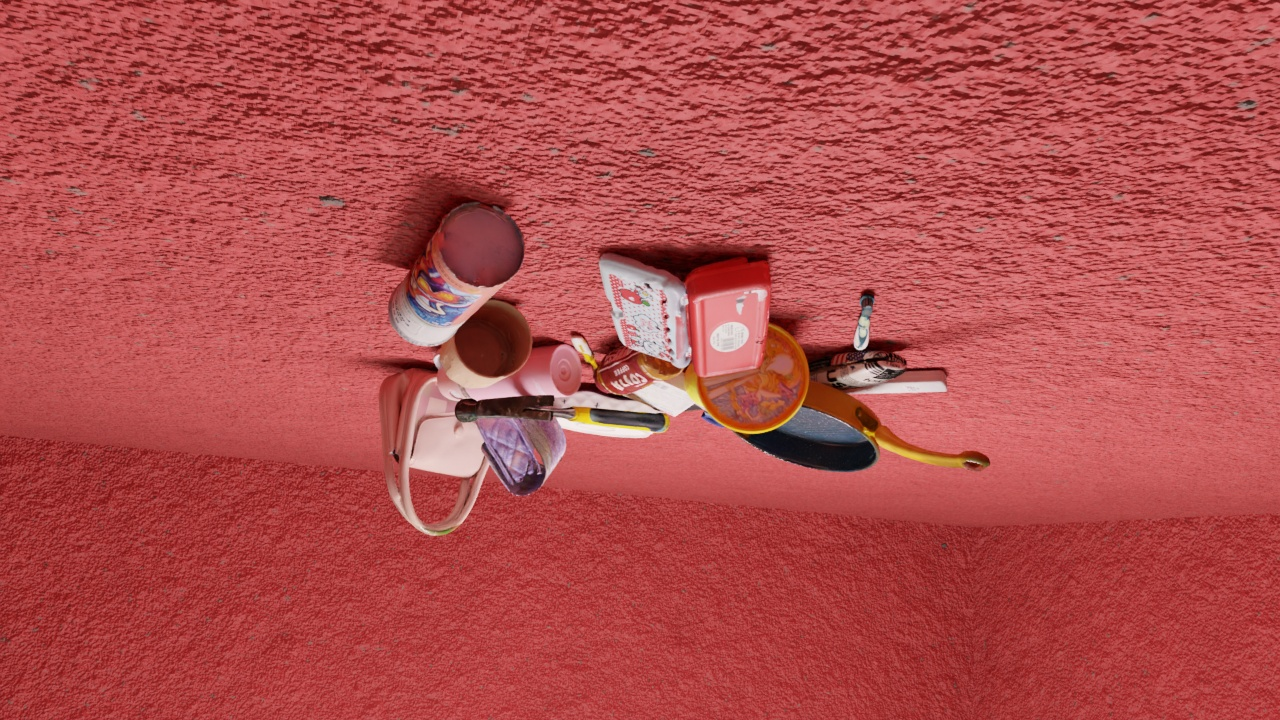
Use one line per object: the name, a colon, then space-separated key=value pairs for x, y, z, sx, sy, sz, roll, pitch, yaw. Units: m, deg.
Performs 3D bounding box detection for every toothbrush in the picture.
toothbrush: x=0.227 y=-0.033 z=0.935 sx=0.016 sy=0.018 sz=0.191 roll=1 pitch=166 yaw=12
toothbrush: x=-0.066 y=-0.002 z=1.156 sx=0.016 sy=0.018 sz=0.191 roll=1 pitch=167 yaw=6

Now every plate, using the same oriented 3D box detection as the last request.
plate: x=-0.067 y=0.085 z=1.442 sx=0.205 sy=0.045 sz=0.205 roll=9 pitch=169 yaw=2

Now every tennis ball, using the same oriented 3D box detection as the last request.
tennis ball: x=0.086 y=0.026 z=1.126 sx=0.065 sy=0.065 sz=0.065 roll=4 pitch=167 yaw=1

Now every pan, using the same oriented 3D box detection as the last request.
pan: x=0.249 y=0.090 z=1.080 sx=0.197 sy=0.078 sz=0.358 roll=35 pitch=154 yaw=-32

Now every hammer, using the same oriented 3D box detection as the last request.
hammer: x=-0.075 y=0.073 z=1.198 sx=0.126 sy=0.032 sz=0.322 roll=-6 pitch=170 yaw=42

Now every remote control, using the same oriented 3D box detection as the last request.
remote control: x=0.316 y=0.027 z=1.162 sx=0.135 sy=0.019 sz=0.056 roll=-2 pitch=166 yaw=25

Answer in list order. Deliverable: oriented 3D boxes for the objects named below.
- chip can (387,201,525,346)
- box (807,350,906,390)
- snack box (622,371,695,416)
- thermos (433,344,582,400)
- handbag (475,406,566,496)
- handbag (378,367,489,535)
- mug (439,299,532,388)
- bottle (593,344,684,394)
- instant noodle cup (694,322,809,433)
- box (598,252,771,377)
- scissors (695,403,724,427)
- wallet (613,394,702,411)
chip can: x=-0.163 y=-0.068 z=0.789 sx=0.071 sy=0.071 sz=0.215 roll=10 pitch=165 yaw=-23
box: x=0.243 y=0.017 z=1.083 sx=0.068 sy=0.052 sz=0.165 roll=-9 pitch=174 yaw=-27
snack box: x=0.030 y=0.038 z=1.230 sx=0.084 sy=0.026 sz=0.157 roll=23 pitch=165 yaw=-5
thermos: x=-0.176 y=0.011 z=1.167 sx=0.199 sy=0.067 sz=0.087 roll=-3 pitch=134 yaw=33
handbag: x=-0.166 y=0.106 z=1.287 sx=0.076 sy=0.134 sz=0.193 roll=-29 pitch=-177 yaw=8
handbag: x=-0.294 y=0.137 z=1.343 sx=0.094 sy=0.234 sz=0.193 roll=-3 pitch=166 yaw=34
mug: x=-0.187 y=-0.025 z=0.990 sx=0.124 sy=0.084 sz=0.104 roll=33 pitch=161 yaw=-13
bottle: x=-0.006 y=0.006 z=1.088 sx=0.057 sy=0.057 sz=0.175 roll=9 pitch=166 yaw=-23
instant noodle cup: x=0.125 y=0.022 z=1.006 sx=0.118 sy=0.118 sz=0.114 roll=1 pitch=174 yaw=11
box: x=0.044 y=-0.040 z=0.864 sx=0.161 sy=0.058 sz=0.201 roll=4 pitch=159 yaw=7
scissors: x=0.094 y=0.072 z=1.340 sx=0.172 sy=0.012 sz=0.133 roll=26 pitch=167 yaw=-24
wallet: x=0.034 y=0.056 z=1.377 sx=0.122 sy=0.020 sz=0.097 roll=13 pitch=164 yaw=-27
